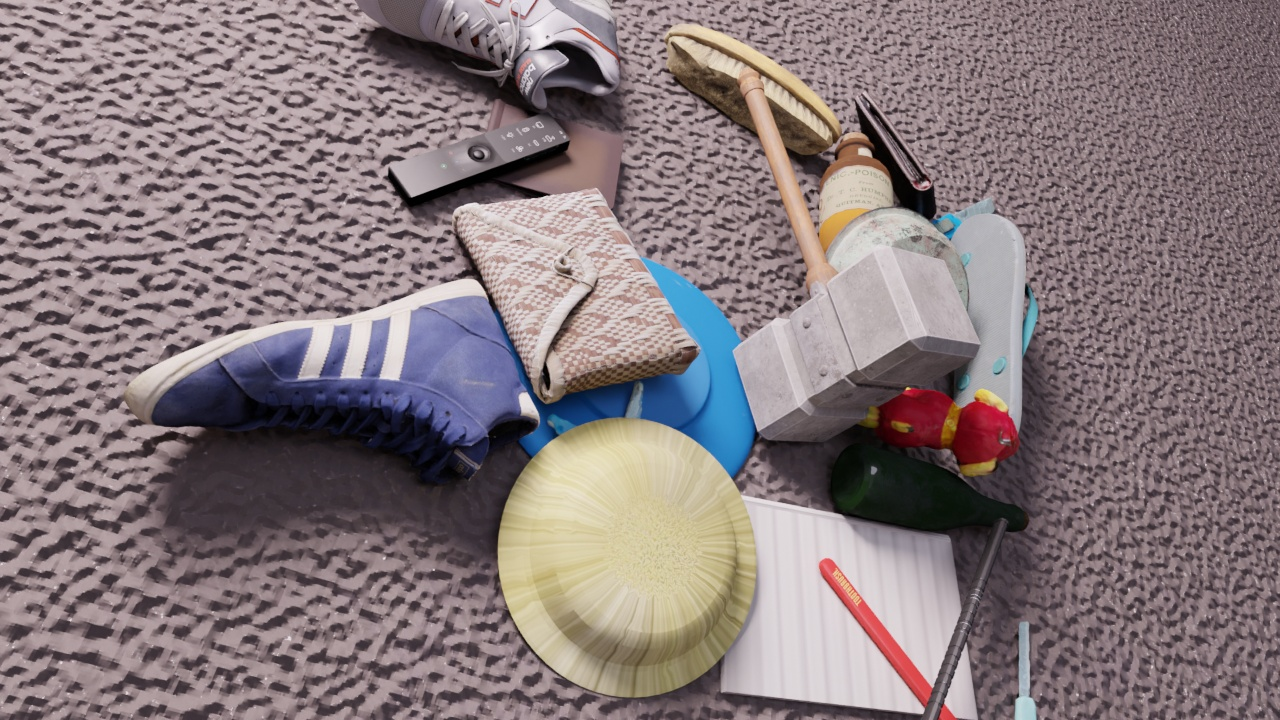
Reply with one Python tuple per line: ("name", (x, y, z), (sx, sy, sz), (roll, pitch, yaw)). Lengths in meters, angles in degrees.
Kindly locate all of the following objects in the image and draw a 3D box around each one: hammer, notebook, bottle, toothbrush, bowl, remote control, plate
("hammer", (0.198, 0.229, 0.623), (0.015, 0.095, 0.323), (40, 52, 0))
("notebook", (0.153, 0.182, 0.681), (0.209, 0.009, 0.142), (13, 58, -19))
("bottle", (0.239, 0.112, 0.736), (0.174, 0.055, 0.055), (16, 56, -19))
("toothbrush", (0.201, 0.229, 0.660), (0.012, 0.018, 0.212), (-32, 80, -35))
("bowl", (0.225, -0.053, 0.784), (0.157, 0.039, 0.157), (-3, 97, -24))
("remote control", (-0.125, -0.162, 0.729), (0.149, 0.013, 0.034), (-28, 71, -29))
("plate", (-0.004, 0.004, 0.697), (0.224, 0.024, 0.223), (12, 58, -20))
("plate", (0.002, 0.123, 0.601), (0.184, 0.036, 0.184), (7, 71, -20))
("bottle", (0.202, -0.151, 0.861), (0.068, 0.068, 0.156), (18, 56, -16))
("hammer", (0.129, -0.111, 0.735), (0.082, 0.163, 0.317), (6, 59, -39))

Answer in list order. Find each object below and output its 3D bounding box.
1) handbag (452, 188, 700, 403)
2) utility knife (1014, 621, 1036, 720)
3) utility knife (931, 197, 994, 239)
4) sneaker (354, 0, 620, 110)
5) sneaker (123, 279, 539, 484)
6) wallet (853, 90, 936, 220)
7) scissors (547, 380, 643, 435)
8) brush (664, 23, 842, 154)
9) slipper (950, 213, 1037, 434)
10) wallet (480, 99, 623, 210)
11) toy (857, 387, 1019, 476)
("handbag", (-0.050, -0.057, 0.668), (0.124, 0.047, 0.185), (-11, 54, -28))
("utility knife", (0.291, 0.274, 0.690), (0.022, 0.015, 0.165), (24, 56, -13))
("utility knife", (0.302, -0.133, 0.935), (0.221, 0.015, 0.031), (-26, 80, -36))
("sneaker", (-0.110, -0.273, 0.766), (0.239, 0.089, 0.124), (-8, 63, -33))
("sneaker", (-0.169, 0.037, 0.562), (0.232, 0.092, 0.118), (-21, 76, -42))
("wallet", (0.250, -0.198, 0.904), (0.120, 0.031, 0.099), (61, 11, 17))
("scissors", (-0.008, 0.080, 0.642), (0.139, 0.011, 0.133), (20, 69, -16))
("brush", (0.106, -0.260, 0.884), (0.195, 0.059, 0.043), (32, 62, -4))
("slipper", (0.326, -0.026, 0.831), (0.054, 0.098, 0.268), (19, 57, -14))
("wallet", (-0.075, -0.167, 0.770), (0.115, 0.018, 0.091), (15, 57, -13))
("toy", (0.230, 0.047, 0.735), (0.137, 0.067, 0.105), (18, 18, 31))
